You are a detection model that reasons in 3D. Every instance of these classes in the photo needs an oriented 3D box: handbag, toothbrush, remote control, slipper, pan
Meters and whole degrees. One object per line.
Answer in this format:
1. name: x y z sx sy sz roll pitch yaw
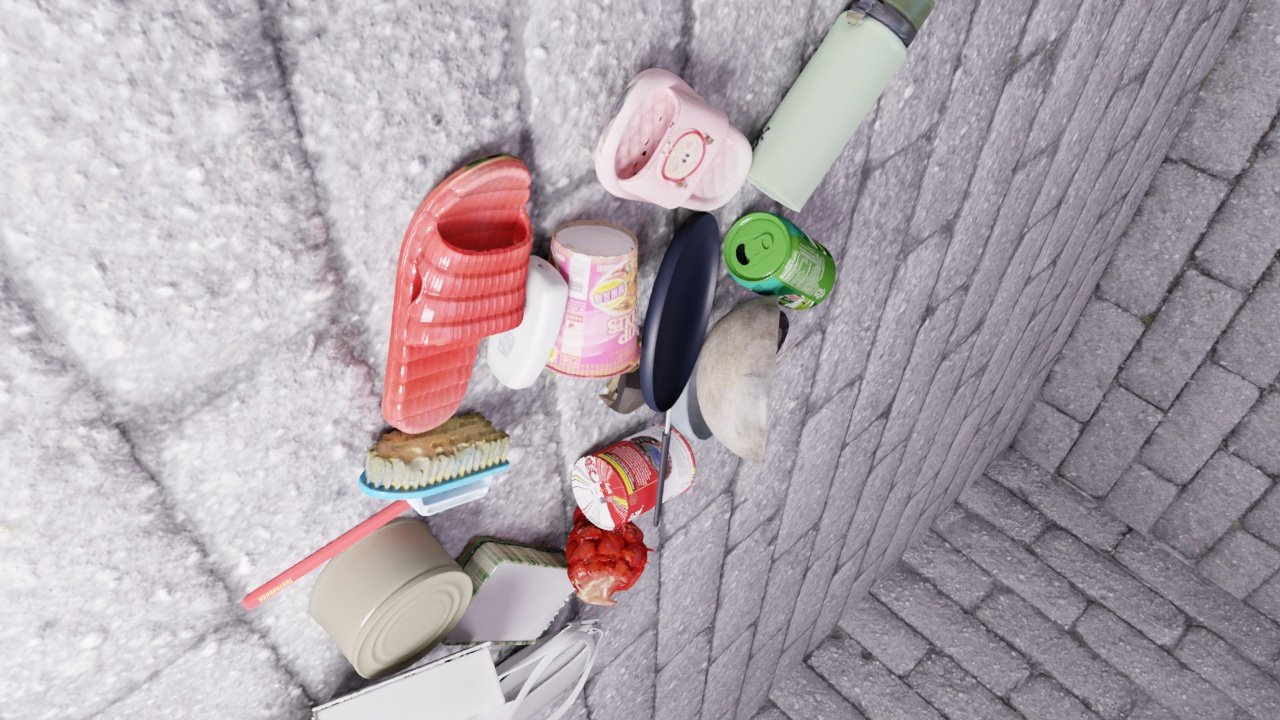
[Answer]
1. handbag: -0.130 0.391 1.115 0.215 0.095 0.223 -28 160 -38
2. toothbrush: -0.241 0.153 0.794 0.212 0.018 0.012 -33 147 -31
3. remote control: -0.094 -0.029 0.750 0.028 0.060 0.115 -16 137 -44
4. slipper: -0.133 -0.034 0.690 0.103 0.059 0.249 -15 137 -49
5. pan: 0.030 0.023 0.929 0.198 0.021 0.357 -49 149 -58
6. slipper: 0.035 -0.173 0.778 0.107 0.056 0.221 -57 152 15

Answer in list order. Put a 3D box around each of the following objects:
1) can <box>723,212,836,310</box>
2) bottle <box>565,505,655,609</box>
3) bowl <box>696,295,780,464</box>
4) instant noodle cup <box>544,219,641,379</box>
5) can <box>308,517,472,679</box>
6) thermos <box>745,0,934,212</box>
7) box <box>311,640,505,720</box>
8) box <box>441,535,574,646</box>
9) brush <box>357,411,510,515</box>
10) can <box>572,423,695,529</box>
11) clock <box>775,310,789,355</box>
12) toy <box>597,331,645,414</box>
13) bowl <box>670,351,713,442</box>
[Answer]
1. can: 0.152 -0.107 0.998 0.083 0.083 0.144 -57 151 11
2. bottle: -0.036 0.224 1.057 0.099 0.111 0.099 -4 131 -5
3. bowl: 0.100 0.017 0.962 0.178 0.081 0.178 7 88 -85
4. instant noodle cup: -0.042 -0.055 0.772 0.097 0.098 0.109 -25 136 -40
5. can: -0.224 0.216 0.834 0.127 0.073 0.128 -36 148 -27
6. thermos: 0.186 -0.260 0.875 0.231 0.082 0.082 -55 152 9
7. box: -0.298 0.370 0.839 0.367 0.098 0.166 -24 169 -18
8. box: -0.148 0.260 1.028 0.117 0.051 0.205 -56 153 2
9. brush: -0.179 0.095 0.778 0.135 0.055 0.075 -13 129 -49
10. can: -0.006 0.130 1.040 0.116 0.086 0.087 -21 140 -43
11. clock: 0.134 -0.029 1.104 0.091 0.044 0.122 -56 152 9
12. toy: -0.005 0.005 0.930 0.076 0.062 0.100 -83 -164 -68
13. bowl: 0.059 0.040 1.055 0.106 0.039 0.106 -13 105 -59
